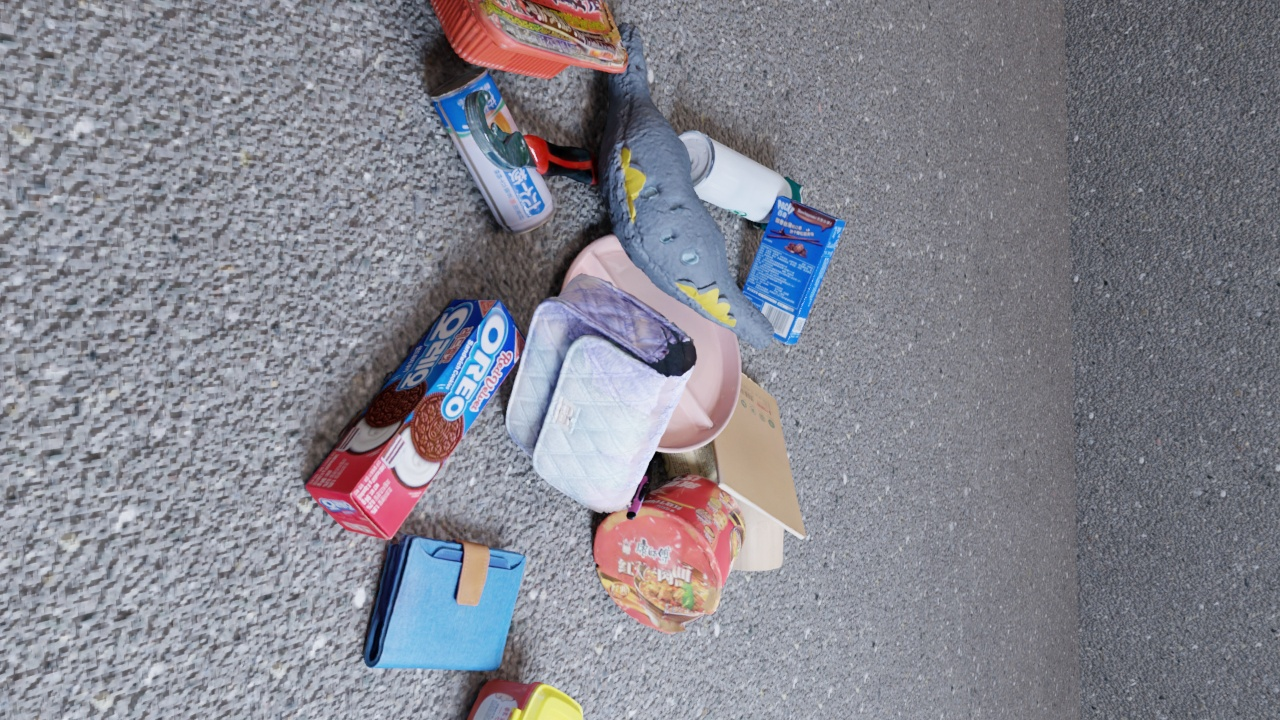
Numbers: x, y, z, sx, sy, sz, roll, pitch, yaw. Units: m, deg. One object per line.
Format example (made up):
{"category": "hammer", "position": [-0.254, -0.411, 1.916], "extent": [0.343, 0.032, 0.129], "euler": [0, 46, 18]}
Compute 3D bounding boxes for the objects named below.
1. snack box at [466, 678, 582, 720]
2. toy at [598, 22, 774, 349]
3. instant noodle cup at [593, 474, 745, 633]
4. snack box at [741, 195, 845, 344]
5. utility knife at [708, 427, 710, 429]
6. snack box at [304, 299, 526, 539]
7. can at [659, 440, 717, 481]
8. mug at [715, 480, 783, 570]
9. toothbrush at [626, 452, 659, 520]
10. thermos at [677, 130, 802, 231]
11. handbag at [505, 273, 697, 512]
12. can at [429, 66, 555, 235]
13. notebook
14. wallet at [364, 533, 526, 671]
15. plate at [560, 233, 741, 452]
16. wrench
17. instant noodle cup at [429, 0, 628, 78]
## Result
{"category": "snack box", "position": [-0.106, 0.319, 0.776], "extent": [0.082, 0.080, 0.091], "euler": [50, 53, -40]}
{"category": "toy", "position": [0.024, -0.161, 0.903], "extent": [0.137, 0.092, 0.356], "euler": [-25, 93, -42]}
{"category": "instant noodle cup", "position": [0.036, 0.184, 0.927], "extent": [0.108, 0.138, 0.138], "euler": [-35, 117, -56]}
{"category": "snack box", "position": [0.175, -0.107, 1.089], "extent": [0.026, 0.084, 0.157], "euler": [-3, 118, -51]}
{"category": "utility knife", "position": [0.115, 0.096, 1.113], "extent": [0.198, 0.018, 0.034], "euler": [26, 73, -46]}
{"category": "snack box", "position": [-0.168, 0.038, 0.718], "extent": [0.206, 0.058, 0.057], "euler": [-59, 135, -34]}
{"category": "can", "position": [0.045, 0.080, 0.990], "extent": [0.058, 0.059, 0.116], "euler": [-39, 120, -45]}
{"category": "mug", "position": [0.131, 0.186, 1.095], "extent": [0.124, 0.084, 0.103], "euler": [-5, 95, -78]}
{"category": "toothbrush", "position": [0.003, 0.124, 0.905], "extent": [0.189, 0.014, 0.018], "euler": [-57, 151, -76]}
{"category": "thermos", "position": [0.117, -0.204, 1.080], "extent": [0.223, 0.073, 0.073], "euler": [9, 82, -52]}
{"category": "handbag", "position": [-0.040, 0.033, 0.769], "extent": [0.075, 0.134, 0.194], "euler": [-45, 163, -43]}
{"category": "can", "position": [-0.123, -0.175, 0.780], "extent": [0.053, 0.053, 0.135], "euler": [-53, 129, -38]}
{"category": "notebook", "position": [0.123, 0.087, 1.032], "extent": [0.147, 0.008, 0.207], "euler": [35, 33, -33]}
{"category": "wallet", "position": [-0.155, 0.200, 0.752], "extent": [0.133, 0.040, 0.106], "euler": [26, 74, -50]}
{"category": "plate", "position": [0.009, -0.018, 0.917], "extent": [0.229, 0.028, 0.229], "euler": [16, 63, -34]}
{"category": "wrench", "position": [-0.081, -0.179, 0.792], "extent": [0.273, 0.016, 0.056], "euler": [-11, 90, -73]}
{"category": "instant noodle cup", "position": [-0.108, -0.306, 0.749], "extent": [0.164, 0.079, 0.188], "euler": [-7, 69, -51]}
